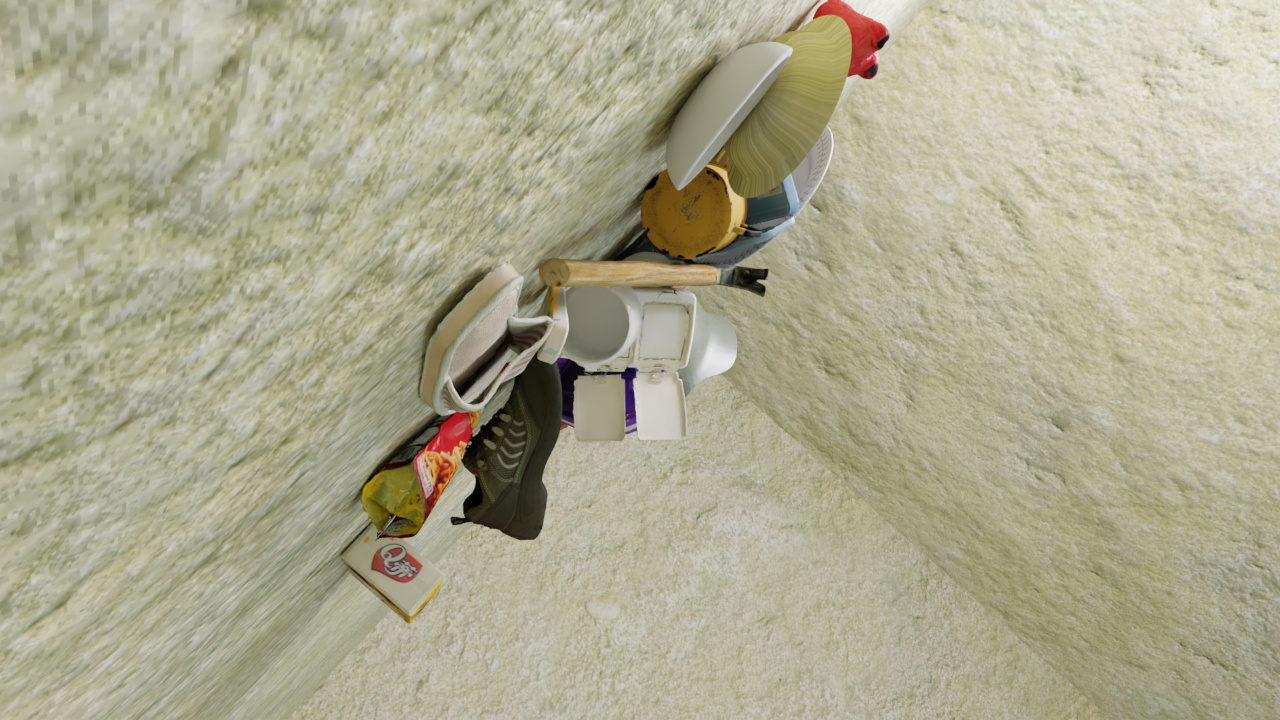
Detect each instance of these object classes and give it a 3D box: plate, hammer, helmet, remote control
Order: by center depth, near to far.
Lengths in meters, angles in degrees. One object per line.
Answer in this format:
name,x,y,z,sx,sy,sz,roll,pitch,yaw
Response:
remote control,-0.080,-0.038,0.837,0.125,0.018,0.038,-103,-145,-63
plate,0.122,-0.247,0.866,0.185,0.036,0.184,-46,-147,41
hammer,0.016,-0.085,0.906,0.329,0.132,0.033,-8,109,-58
plate,0.145,-0.201,1.148,0.243,0.016,0.242,-38,-151,26
helmet,0.005,-0.027,1.361,0.228,0.154,0.267,-14,-140,32

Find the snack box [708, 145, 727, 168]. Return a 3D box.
snack box,0.140,-0.297,1.096,0.186,0.031,0.100,-49,178,19

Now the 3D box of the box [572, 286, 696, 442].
box,-0.008,0.003,1.055,0.058,0.144,0.187,-163,-106,-68

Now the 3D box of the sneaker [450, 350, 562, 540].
sneaker,-0.179,0.097,1.112,0.101,0.142,0.238,-150,-111,-71

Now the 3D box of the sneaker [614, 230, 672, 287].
sneaker,-0.031,-0.086,1.162,0.236,0.087,0.079,135,-36,-54

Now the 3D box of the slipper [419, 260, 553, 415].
slipper,-0.120,-0.005,0.733,0.115,0.052,0.263,-47,178,-17

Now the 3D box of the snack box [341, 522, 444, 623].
snack box,-0.311,0.272,1.162,0.061,0.110,0.231,-49,179,-23

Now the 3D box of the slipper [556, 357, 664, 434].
slipper,-0.076,0.021,1.175,0.267,0.084,0.107,8,-130,49

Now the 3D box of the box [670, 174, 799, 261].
box,0.090,-0.169,1.082,0.085,0.073,0.209,-38,-163,-30

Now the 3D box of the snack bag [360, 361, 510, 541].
snack bag,-0.205,0.084,0.936,0.139,0.066,0.207,-56,-176,29

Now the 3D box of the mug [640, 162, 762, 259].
mug,0.067,-0.154,0.966,0.094,0.124,0.101,-38,150,-71

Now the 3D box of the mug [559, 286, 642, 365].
mug,-0.055,-0.038,0.977,0.116,0.094,0.068,-41,-178,14

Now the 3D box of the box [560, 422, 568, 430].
box,-0.126,0.070,1.309,0.187,0.056,0.070,-28,-131,20

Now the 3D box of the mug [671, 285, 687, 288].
mug,0.056,-0.169,1.288,0.098,0.082,0.117,127,-23,-71

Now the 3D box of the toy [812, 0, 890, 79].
toy,0.186,-0.336,0.978,0.132,0.094,0.088,-19,156,-20

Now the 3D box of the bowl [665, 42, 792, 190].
bowl,0.065,-0.216,0.781,0.149,0.043,0.149,-50,-179,1
